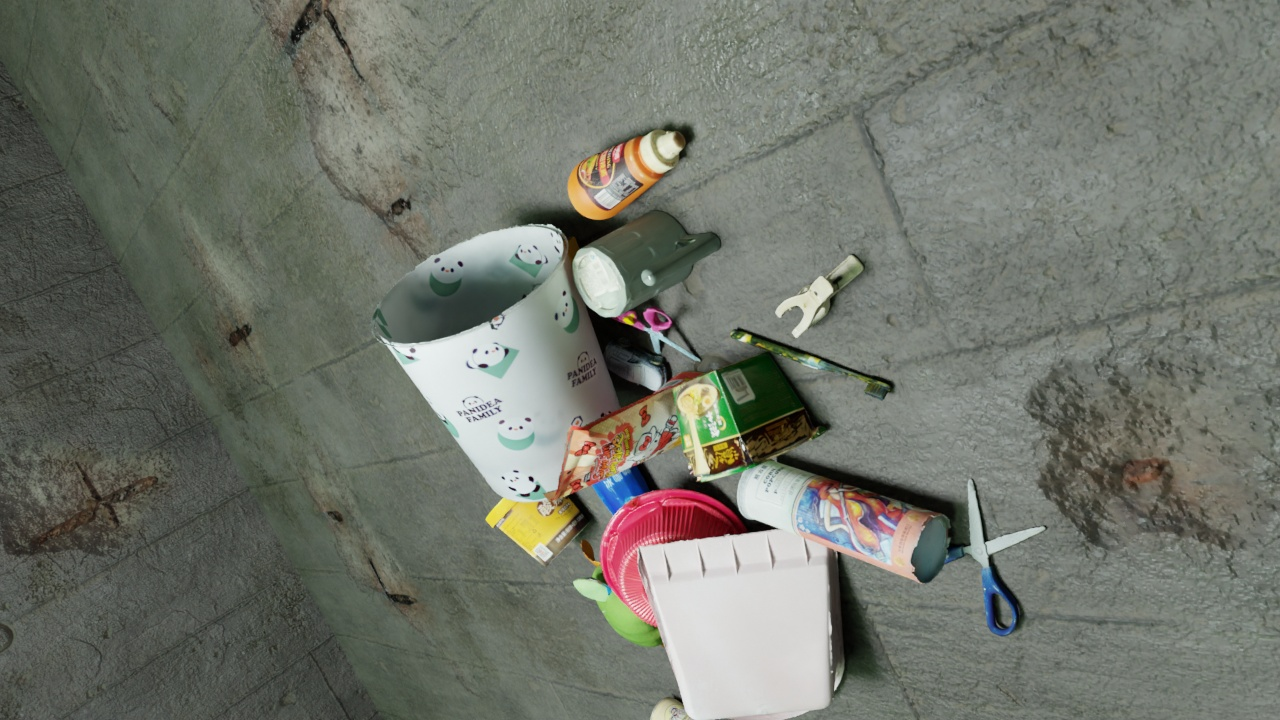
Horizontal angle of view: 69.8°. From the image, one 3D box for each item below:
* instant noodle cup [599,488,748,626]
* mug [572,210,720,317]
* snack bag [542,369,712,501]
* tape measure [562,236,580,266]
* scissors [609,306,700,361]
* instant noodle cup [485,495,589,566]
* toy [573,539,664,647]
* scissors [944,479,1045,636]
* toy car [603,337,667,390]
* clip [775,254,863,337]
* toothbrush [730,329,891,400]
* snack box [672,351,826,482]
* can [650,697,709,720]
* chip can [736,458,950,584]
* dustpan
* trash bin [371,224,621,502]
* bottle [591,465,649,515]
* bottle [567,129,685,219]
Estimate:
[{"bbox_3d":[0.043,0.254,1.109,0.194,0.065,0.194,2,109,5],"label":"instant noodle cup"},{"bbox_3d":[0.005,-0.101,0.948,0.124,0.103,0.084,1,116,49],"label":"mug"},{"bbox_3d":[-0.008,0.078,1.005,0.073,0.207,0.129,48,140,21],"label":"snack bag"},{"bbox_3d":[-0.087,-0.117,1.101,0.057,0.028,0.060,-9,109,50],"label":"tape measure"},{"bbox_3d":[0.014,-0.035,1.015,0.133,0.017,0.134,32,162,-11],"label":"scissors"},{"bbox_3d":[-0.148,0.233,1.358,0.114,0.118,0.119,45,142,5],"label":"instant noodle cup"},{"bbox_3d":[-0.010,0.335,1.270,0.227,0.089,0.247,39,164,24],"label":"toy"},{"bbox_3d":[0.320,0.191,0.881,0.163,0.012,0.176,-8,107,50],"label":"scissors"},{"bbox_3d":[-0.007,0.006,1.098,0.091,0.034,0.043,28,131,31],"label":"toy car"},{"bbox_3d":[0.163,-0.060,0.853,0.034,0.070,0.100,51,150,10],"label":"clip"},{"bbox_3d":[0.164,0.002,0.914,0.186,0.017,0.012,23,168,37],"label":"toothbrush"},{"bbox_3d":[0.102,0.055,0.955,0.118,0.118,0.105,-26,86,53],"label":"snack box"},{"bbox_3d":[0.075,0.560,1.385,0.116,0.058,0.058,16,127,41],"label":"can"},{"bbox_3d":[0.202,0.159,0.933,0.215,0.071,0.071,15,126,45],"label":"chip can"},{"bbox_3d":[0.127,0.317,1.085,0.223,0.138,0.273,-6,90,10],"label":"dustpan"},{"bbox_3d":[-0.143,0.010,1.049,0.230,0.229,0.252,12,136,44],"label":"trash bin"},{"bbox_3d":[-0.024,0.168,1.208,0.218,0.065,0.065,58,143,0],"label":"bottle"},{"bbox_3d":[-0.011,-0.195,0.937,0.150,0.066,0.067,-21,100,46],"label":"bottle"}]
